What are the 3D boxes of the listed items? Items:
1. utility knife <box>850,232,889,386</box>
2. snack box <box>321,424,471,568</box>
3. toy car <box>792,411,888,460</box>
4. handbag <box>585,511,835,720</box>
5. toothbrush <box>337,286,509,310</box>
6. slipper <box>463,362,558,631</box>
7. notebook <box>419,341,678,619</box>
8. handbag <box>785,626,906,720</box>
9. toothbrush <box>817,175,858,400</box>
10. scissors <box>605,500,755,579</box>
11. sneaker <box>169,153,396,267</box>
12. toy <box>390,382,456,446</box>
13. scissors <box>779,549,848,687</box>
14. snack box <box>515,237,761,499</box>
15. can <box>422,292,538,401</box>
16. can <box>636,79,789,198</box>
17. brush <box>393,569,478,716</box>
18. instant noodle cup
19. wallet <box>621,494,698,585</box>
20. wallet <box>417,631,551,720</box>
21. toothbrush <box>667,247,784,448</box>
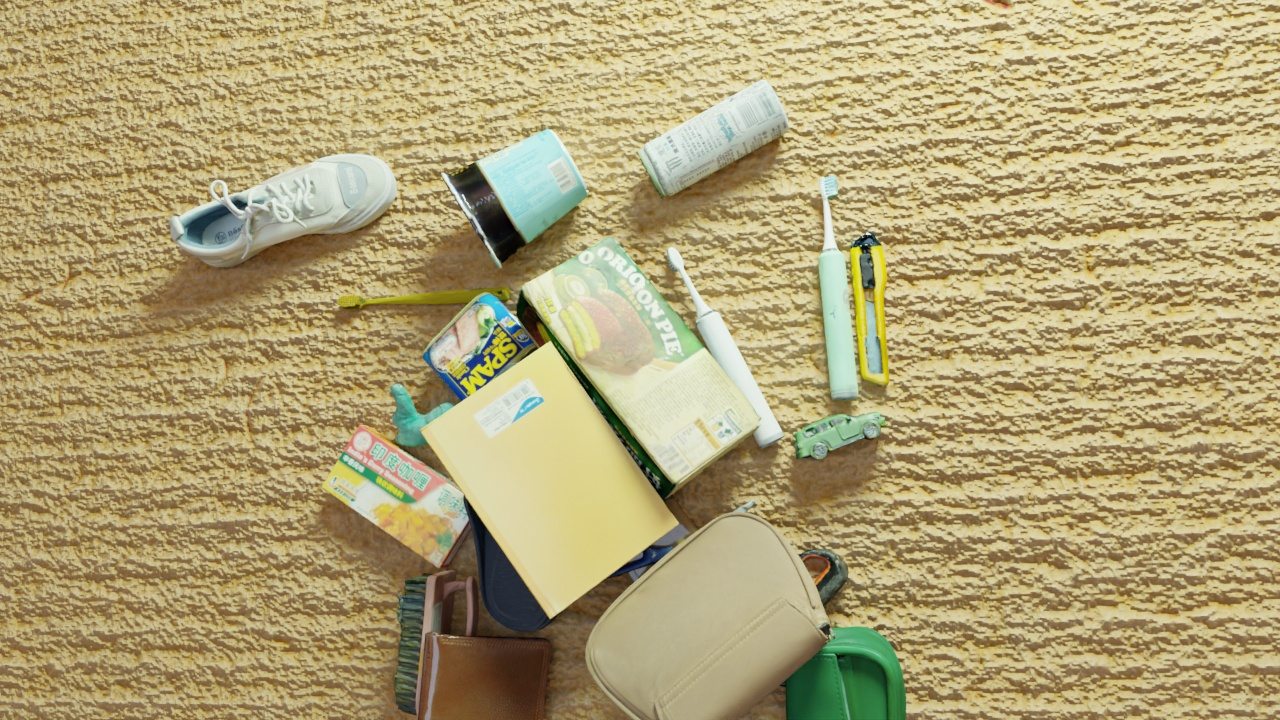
[{"bbox_3d":[0.225,-0.051,0.891,0.033,0.015,0.153,-5,82,12],"label":"utility knife"},{"bbox_3d":[-0.244,0.139,0.944,0.156,0.027,0.077,31,88,12],"label":"snack box"},{"bbox_3d":[0.188,0.070,0.868,0.091,0.043,0.036,-19,79,7],"label":"toy car"},{"bbox_3d":[0.062,0.238,0.798,0.204,0.100,0.147,-39,52,-3],"label":"handbag"},{"bbox_3d":[-0.232,-0.066,0.974,0.190,0.016,0.015,-2,83,10],"label":"toothbrush"},{"bbox_3d":[-0.111,0.138,0.868,0.111,0.083,0.268,7,99,14],"label":"slipper"},{"bbox_3d":[-0.081,0.106,0.830,0.145,0.010,0.206,-35,87,-12],"label":"notebook"},{"bbox_3d":[0.173,0.305,0.815,0.120,0.068,0.131,-1,88,20],"label":"handbag"},{"bbox_3d":[0.189,-0.072,0.896,0.027,0.026,0.224,-9,80,30],"label":"toothbrush"},{"bbox_3d":[0.041,0.194,0.866,0.171,0.012,0.140,3,82,4],"label":"scissors"},{"bbox_3d":[-0.384,-0.168,0.978,0.242,0.090,0.089,-18,81,7],"label":"sneaker"},{"bbox_3d":[-0.218,0.063,0.939,0.092,0.030,0.096,-7,116,19],"label":"toy"},{"bbox_3d":[0.134,0.281,0.861,0.234,0.021,0.221,21,86,11],"label":"scissors"},{"bbox_3d":[-0.005,0.005,0.879,0.114,0.063,0.240,-34,77,-25],"label":"snack box"},{"bbox_3d":[-0.159,-0.006,0.934,0.102,0.057,0.083,-45,76,2],"label":"can"},{"bbox_3d":[0.072,-0.221,0.919,0.147,0.058,0.058,-28,79,6],"label":"can"},{"bbox_3d":[-0.199,0.282,0.900,0.073,0.063,0.145,3,84,7],"label":"brush"},{"bbox_3d":[-0.122,-0.171,0.931,0.120,0.111,0.111,-32,78,-4],"label":"instant noodle cup"},{"bbox_3d":[0.022,0.190,0.890,0.090,0.033,0.115,-39,81,2],"label":"wallet"},{"bbox_3d":[-0.149,0.312,0.875,0.124,0.032,0.101,10,81,-22],"label":"wallet"},{"bbox_3d":[0.079,-0.016,0.908,0.026,0.026,0.221,-23,78,-20],"label":"toothbrush"}]
